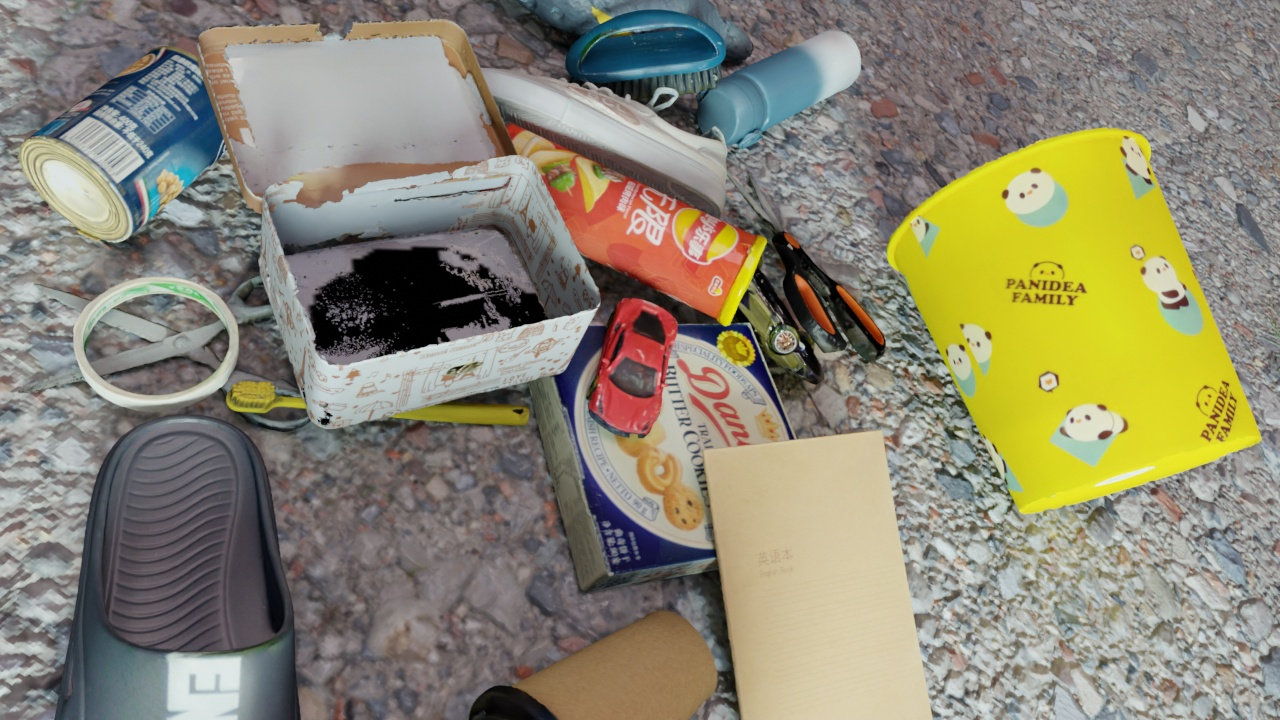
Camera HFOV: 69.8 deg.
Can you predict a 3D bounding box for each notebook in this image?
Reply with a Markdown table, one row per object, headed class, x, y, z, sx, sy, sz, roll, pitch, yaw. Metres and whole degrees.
| class | x | y | z | sx | sy | sz | roll | pitch | yaw |
| --- | --- | --- | --- | --- | --- | --- | --- | --- | --- |
| notebook | 0.119 | 0.157 | 0.610 | 0.149 | 0.012 | 0.211 | -3 | 81 | -28 |

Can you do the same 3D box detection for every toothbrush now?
| class | x | y | z | sx | sy | sz | roll | pitch | yaw |
| --- | --- | --- | --- | --- | --- | --- | --- | --- | --- |
| toothbrush | -0.156 | 0.028 | 0.574 | 0.189 | 0.017 | 0.015 | 6 | 59 | -33 |

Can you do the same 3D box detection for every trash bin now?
| class | x | y | z | sx | sy | sz | roll | pitch | yaw |
| --- | --- | --- | --- | --- | --- | --- | --- | --- | --- |
| trash bin | 0.360 | -0.021 | 0.770 | 0.229 | 0.230 | 0.255 | -4 | 68 | -30 |

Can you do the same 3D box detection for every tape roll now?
| class | x | y | z | sx | sy | sz | roll | pitch | yaw |
| --- | --- | --- | --- | --- | --- | --- | --- | --- | --- |
| tape roll | -0.281 | -0.011 | 0.536 | 0.085 | 0.014 | 0.085 | 10 | 57 | -16 |

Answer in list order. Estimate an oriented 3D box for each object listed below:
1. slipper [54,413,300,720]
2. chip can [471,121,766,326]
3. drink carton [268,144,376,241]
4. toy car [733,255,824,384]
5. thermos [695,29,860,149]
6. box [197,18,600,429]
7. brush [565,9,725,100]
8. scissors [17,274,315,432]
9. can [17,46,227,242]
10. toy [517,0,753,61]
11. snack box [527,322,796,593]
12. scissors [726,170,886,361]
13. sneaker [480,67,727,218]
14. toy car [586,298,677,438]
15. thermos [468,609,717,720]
| class | x | y | z | sx | sy | sz | roll | pitch | yaw |
| --- | --- | --- | --- | --- | --- | --- | --- | --- | --- |
| slipper | -0.222 | 0.135 | 0.443 | 0.110 | 0.084 | 0.267 | -1 | 59 | -26 |
| chip can | -0.016 | -0.104 | 0.686 | 0.216 | 0.073 | 0.073 | 27 | 50 | 5 |
| drink carton | -0.235 | -0.145 | 0.641 | 0.122 | 0.046 | 0.053 | 41 | 49 | 1 |
| toy car | 0.097 | -0.044 | 0.743 | 0.158 | 0.042 | 0.070 | 58 | 18 | 16 |
| thermos | 0.138 | -0.269 | 0.908 | 0.070 | 0.070 | 0.219 | 48 | 51 | 7 |
| box | -0.155 | -0.103 | 0.581 | 0.176 | 0.082 | 0.260 | -15 | 68 | -31 |
| brush | 0.005 | -0.271 | 0.807 | 0.144 | 0.074 | 0.055 | -9 | 53 | -5 |
| scissors | -0.272 | -0.013 | 0.557 | 0.181 | 0.014 | 0.159 | 32 | 51 | -4 |
| can | -0.315 | -0.135 | 0.573 | 0.075 | 0.076 | 0.110 | 32 | 51 | -6 |
| toy | -0.037 | -0.347 | 0.858 | 0.356 | 0.092 | 0.137 | 14 | 26 | -21 |
| snack box | 0.025 | 0.059 | 0.645 | 0.182 | 0.046 | 0.177 | -3 | 61 | -29 |
| scissors | 0.141 | -0.081 | 0.806 | 0.204 | 0.022 | 0.224 | 32 | 31 | -25 |
| sneaker | -0.032 | -0.196 | 0.748 | 0.242 | 0.090 | 0.090 | 19 | 68 | -20 |
| toy car | -0.004 | 0.004 | 0.617 | 0.049 | 0.031 | 0.106 | 23 | 53 | -11 |
| thermos | -0.025 | 0.198 | 0.506 | 0.142 | 0.093 | 0.093 | -22 | 72 | -46 |
